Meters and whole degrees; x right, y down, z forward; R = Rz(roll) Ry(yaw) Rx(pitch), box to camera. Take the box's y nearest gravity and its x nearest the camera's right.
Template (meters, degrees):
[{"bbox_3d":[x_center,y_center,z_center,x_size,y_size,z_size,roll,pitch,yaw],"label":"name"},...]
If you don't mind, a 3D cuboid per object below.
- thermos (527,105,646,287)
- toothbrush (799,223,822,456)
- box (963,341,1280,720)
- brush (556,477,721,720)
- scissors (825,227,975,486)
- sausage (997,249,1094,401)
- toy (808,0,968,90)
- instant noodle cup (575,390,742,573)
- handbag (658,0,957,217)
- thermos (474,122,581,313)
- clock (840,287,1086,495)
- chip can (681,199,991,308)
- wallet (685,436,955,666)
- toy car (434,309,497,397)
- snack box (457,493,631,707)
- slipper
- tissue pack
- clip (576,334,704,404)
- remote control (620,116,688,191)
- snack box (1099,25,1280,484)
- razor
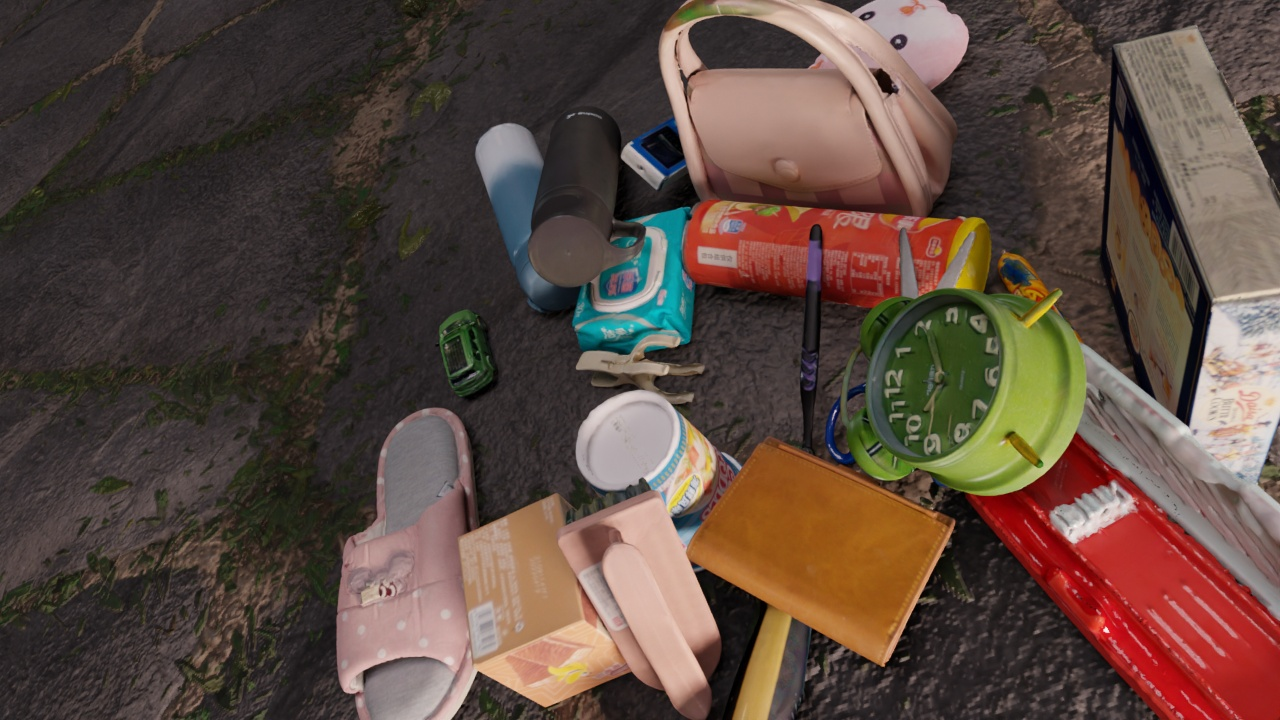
[{"bbox_3d":[-0.042,-0.142,0.777,0.090,0.069,0.242,9,33,-7],"label":"thermos"},{"bbox_3d":[0.115,-0.003,0.624,0.014,0.016,0.189,0,81,25],"label":"toothbrush"},{"bbox_3d":[0.257,0.092,0.469,0.095,0.100,0.201,-30,47,-3],"label":"box"},{"bbox_3d":[0.007,0.145,0.538,0.063,0.146,0.073,-23,26,0],"label":"brush"},{"bbox_3d":[0.172,0.003,0.594,0.163,0.012,0.162,-33,69,27],"label":"scissors"},{"bbox_3d":[0.270,-0.015,0.591,0.021,0.021,0.165,-24,49,11],"label":"sausage"},{"bbox_3d":[0.195,-0.247,0.780,0.159,0.054,0.121,-39,47,9],"label":"toy"},{"bbox_3d":[0.011,0.077,0.606,0.099,0.110,0.099,-14,53,19],"label":"instant noodle cup"},{"bbox_3d":[0.105,-0.182,0.656,0.194,0.234,0.093,11,72,35],"label":"handbag"},{"bbox_3d":[-0.103,-0.135,0.850,0.070,0.070,0.220,-29,49,7],"label":"thermos"},{"bbox_3d":[0.174,0.015,0.532,0.161,0.056,0.116,-8,69,61],"label":"clock"},{"bbox_3d":[0.137,-0.076,0.673,0.217,0.073,0.073,11,63,34],"label":"chip can"},{"bbox_3d":[0.113,0.102,0.557,0.131,0.035,0.118,24,54,26],"label":"wallet"},{"bbox_3d":[-0.156,-0.010,0.809,0.043,0.036,0.091,-30,45,8],"label":"toy car"},{"bbox_3d":[-0.057,0.156,0.596,0.077,0.094,0.092,-26,49,10],"label":"snack box"},{"bbox_3d":[-0.174,0.146,0.693,0.114,0.054,0.273,-18,51,16],"label":"slipper"},{"bbox_3d":[-0.002,-0.066,0.755,0.093,0.050,0.133,-10,53,24],"label":"tissue pack"},{"bbox_3d":[-0.007,-0.001,0.700,0.104,0.087,0.034,13,64,22],"label":"clip"},{"bbox_3d":[0.042,-0.193,0.806,0.049,0.024,0.124,44,57,15],"label":"remote control"},{"bbox_3d":[0.294,-0.049,0.495,0.046,0.182,0.177,-10,53,18],"label":"snack box"},{"bbox_3d":[0.063,0.204,0.527,0.067,0.062,0.167,20,60,5],"label":"razor"}]
